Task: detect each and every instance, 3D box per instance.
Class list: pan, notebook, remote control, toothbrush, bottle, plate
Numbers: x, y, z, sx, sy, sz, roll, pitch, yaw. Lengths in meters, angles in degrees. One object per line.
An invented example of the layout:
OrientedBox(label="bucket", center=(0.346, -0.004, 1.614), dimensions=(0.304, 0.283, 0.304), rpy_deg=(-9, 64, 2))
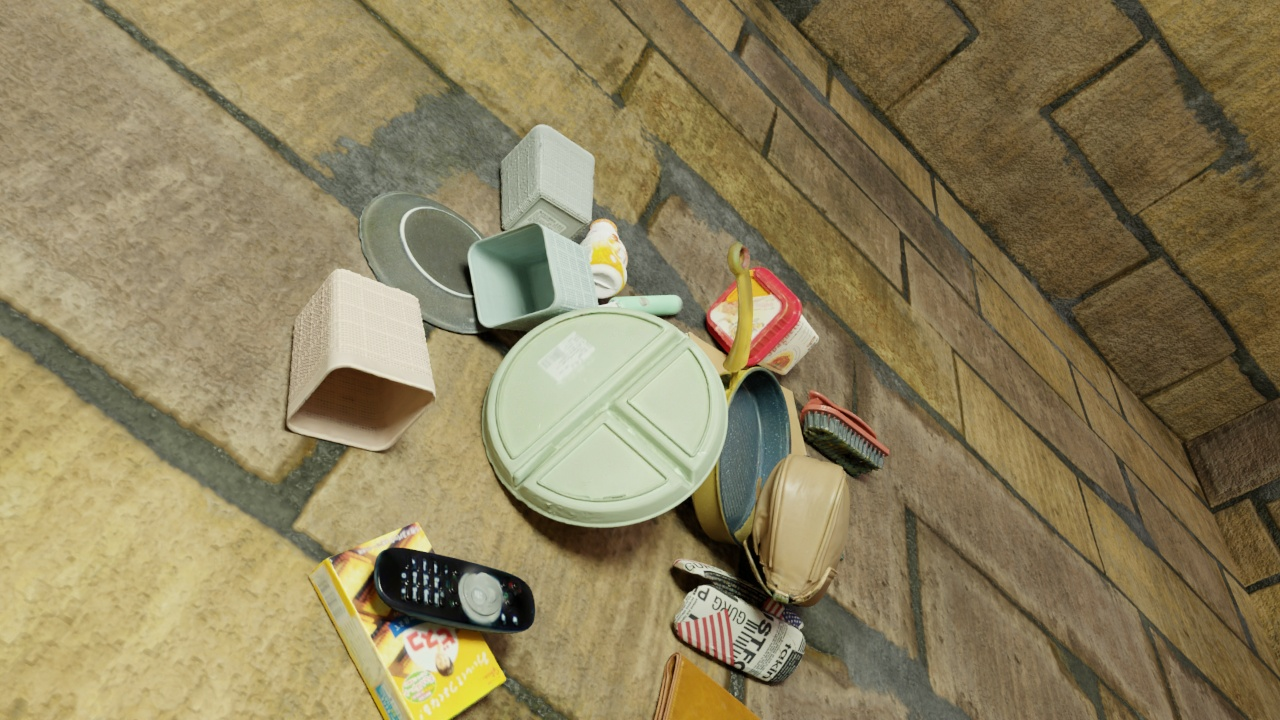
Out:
OrientedBox(label="pan", center=(0.107, 0.039, 0.955), dimensions=(0.197, 0.078, 0.358), rpy_deg=(-53, 135, -46))
OrientedBox(label="notebook", center=(0.142, 0.062, 1.205), dimensions=(0.211, 0.012, 0.149), rpy_deg=(27, 40, -33))
OrientedBox(label="remote control", center=(-0.137, 0.171, 0.669), dimensions=(0.136, 0.024, 0.053), rpy_deg=(25, 39, -36))
OrientedBox(label="toothbrush", center=(-0.013, -0.065, 1.113), dimensions=(0.224, 0.027, 0.026), rpy_deg=(-8, 62, -58))
OrientedBox(label="bottle", center=(-0.047, -0.126, 1.107), dimensions=(0.063, 0.063, 0.108), rpy_deg=(32, 37, -28))
OrientedBox(label="plate", center=(-0.200, -0.106, 0.934), dimensions=(0.179, 0.024, 0.179), rpy_deg=(33, 36, -28))
OrientedBox(label="plate", center=(-0.033, 0.043, 0.847), dimensions=(0.230, 0.027, 0.229), rpy_deg=(0, 59, 0))

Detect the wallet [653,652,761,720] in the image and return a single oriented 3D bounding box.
OrientedBox(label="wallet", center=(0.066, 0.338, 0.806), dimensions=(0.130, 0.035, 0.118), rpy_deg=(43, 33, -10))

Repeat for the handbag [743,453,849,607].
OrientedBox(label="handbag", center=(0.159, 0.173, 0.933), dimensions=(0.204, 0.100, 0.147), rpy_deg=(49, 55, -69))

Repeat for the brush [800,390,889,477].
OrientedBox(label="brush", center=(0.280, 0.100, 1.285), dimensions=(0.145, 0.063, 0.069), rpy_deg=(36, 50, -25))

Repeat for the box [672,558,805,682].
OrientedBox(label="box", center=(0.094, 0.258, 0.924), dimensions=(0.162, 0.075, 0.085), rpy_deg=(31, 3, -25))

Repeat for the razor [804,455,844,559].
OrientedBox(label="razor", center=(0.233, 0.184, 1.177), dimensions=(0.042, 0.022, 0.142), rpy_deg=(20, 47, -42))

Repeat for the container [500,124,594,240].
OrientedBox(label="container", center=(-0.110, -0.196, 1.079), dimensions=(0.090, 0.090, 0.114), rpy_deg=(27, 42, -33))

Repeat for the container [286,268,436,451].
OrientedBox(label="container", center=(-0.226, -0.003, 0.738), dimensions=(0.089, 0.090, 0.110), rpy_deg=(21, 40, -39))

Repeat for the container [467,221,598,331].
OrientedBox(label="container", center=(-0.104, -0.080, 0.939), dimensions=(0.111, 0.090, 0.090), rpy_deg=(8, 69, -66))

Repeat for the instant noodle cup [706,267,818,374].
OrientedBox(label="instant noodle cup", center=(0.172, -0.046, 1.255), dimensions=(0.124, 0.116, 0.116), rpy_deg=(31, 16, -50))

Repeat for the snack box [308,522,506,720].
OrientedBox(label="snack box", center=(-0.167, 0.194, 0.663), dimensions=(0.086, 0.034, 0.140), rpy_deg=(-16, 72, -55))
